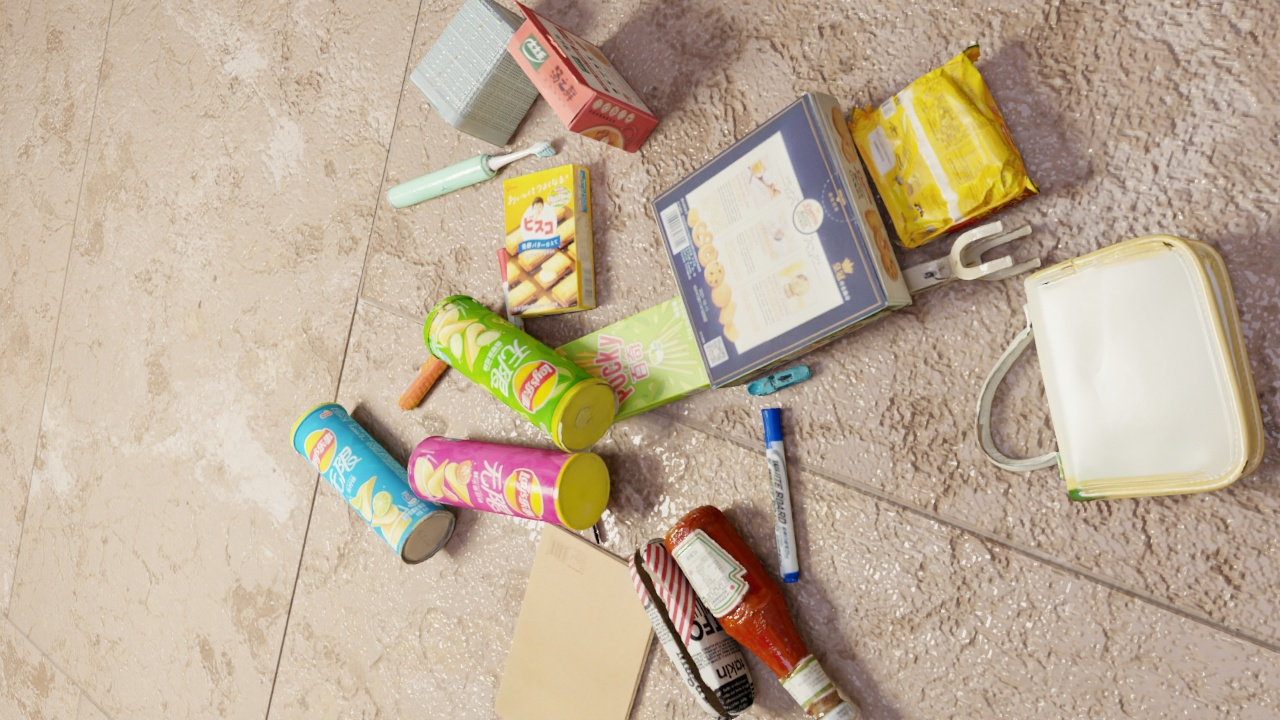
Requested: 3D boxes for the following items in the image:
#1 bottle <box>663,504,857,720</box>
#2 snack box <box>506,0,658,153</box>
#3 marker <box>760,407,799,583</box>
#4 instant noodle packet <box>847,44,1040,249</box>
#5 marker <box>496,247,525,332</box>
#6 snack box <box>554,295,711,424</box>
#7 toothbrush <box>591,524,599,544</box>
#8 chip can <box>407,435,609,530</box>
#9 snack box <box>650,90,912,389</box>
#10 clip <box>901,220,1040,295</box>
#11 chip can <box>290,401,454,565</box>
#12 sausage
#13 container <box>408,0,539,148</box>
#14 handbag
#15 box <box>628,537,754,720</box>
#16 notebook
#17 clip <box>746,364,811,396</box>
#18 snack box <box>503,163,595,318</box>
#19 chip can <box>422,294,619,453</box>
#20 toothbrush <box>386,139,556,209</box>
[{"bbox_3d":[0.099,0.213,0.754,0.060,0.059,0.206,-48,66,22],"label":"bottle"},{"bbox_3d":[-0.058,-0.252,0.827,0.044,0.127,0.113,-45,66,23],"label":"snack box"},{"bbox_3d":[0.117,0.112,0.770,0.017,0.016,0.145,-9,84,32],"label":"marker"},{"bbox_3d":[0.225,-0.158,0.692,0.111,0.044,0.128,-26,73,31],"label":"instant noodle packet"},{"bbox_3d":[-0.127,-0.043,0.931,0.017,0.017,0.145,-15,81,31],"label":"marker"},{"bbox_3d":[-0.005,0.005,0.846,0.157,0.026,0.085,-21,77,31],"label":"snack box"},{"bbox_3d":[-0.065,0.086,0.891,0.017,0.014,0.189,-19,79,6],"label":"toothbrush"},{"bbox_3d":[-0.132,0.114,0.888,0.211,0.071,0.071,2,90,37],"label":"chip can"},{"bbox_3d":[0.107,-0.091,0.748,0.183,0.045,0.177,-28,74,40],"label":"snack box"},{"bbox_3d":[0.251,-0.073,0.686,0.102,0.094,0.035,143,115,-68],"label":"clip"},{"bbox_3d":[-0.295,0.131,1.002,0.210,0.071,0.071,37,108,28],"label":"chip can"},{"bbox_3d":[-0.215,-0.002,0.983,0.165,0.021,0.021,-48,65,23],"label":"sausage"},{"bbox_3d":[-0.151,-0.289,0.913,0.112,0.090,0.090,-48,66,19],"label":"container"},{"bbox_3d":[0.313,0.012,0.631,0.179,0.063,0.163,-17,79,46],"label":"handbag"},{"bbox_3d":[0.048,0.224,0.784,0.060,0.071,0.164,-46,68,42],"label":"box"},{"bbox_3d":[-0.063,0.280,0.885,0.150,0.012,0.211,21,100,32],"label":"notebook"},{"bbox_3d":[0.117,0.018,0.771,0.057,0.049,0.015,-21,76,25],"label":"clip"},{"bbox_3d":[-0.090,-0.115,0.900,0.087,0.033,0.140,-5,85,32],"label":"snack box"},{"bbox_3d":[-0.120,0.006,0.866,0.221,0.072,0.073,30,104,36],"label":"chip can"},{"bbox_3d":[-0.182,-0.197,0.965,0.225,0.027,0.026,-10,50,32],"label":"toothbrush"}]
